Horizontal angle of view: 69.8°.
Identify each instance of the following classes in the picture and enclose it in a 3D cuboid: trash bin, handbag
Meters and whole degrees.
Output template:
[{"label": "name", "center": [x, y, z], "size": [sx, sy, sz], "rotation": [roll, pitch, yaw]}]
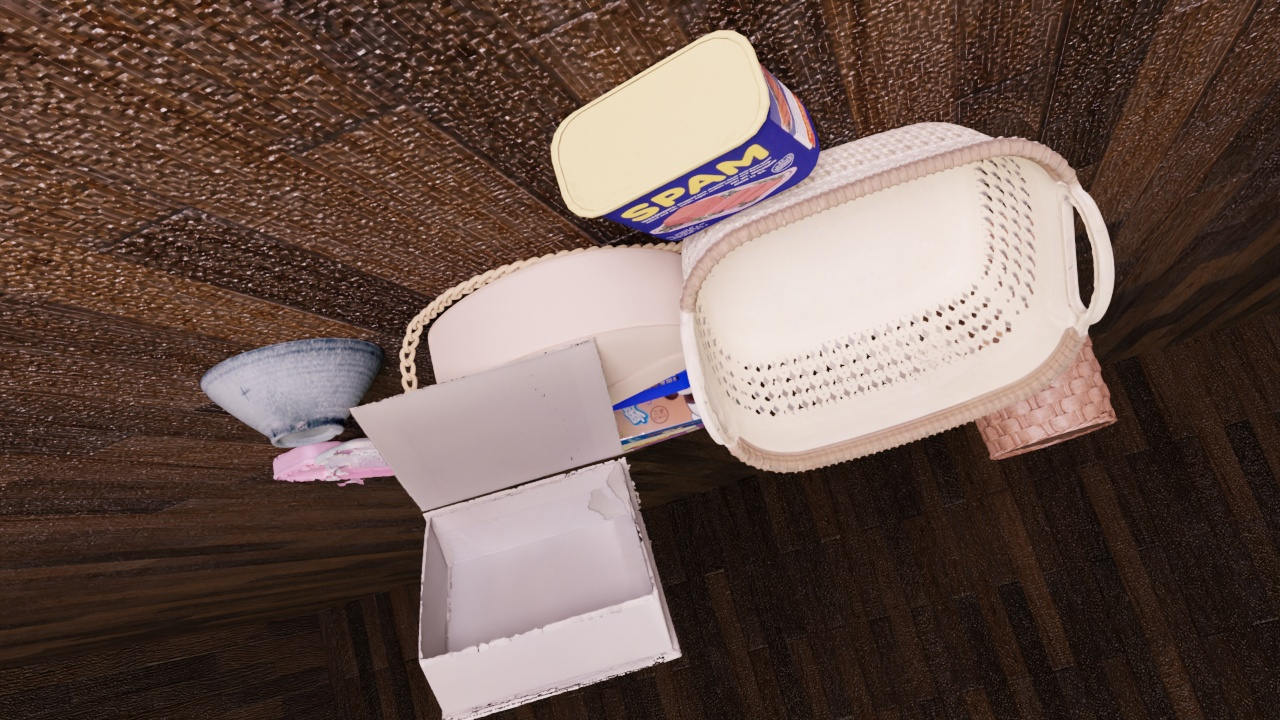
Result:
[{"label": "trash bin", "center": [0.363, -0.021, 0.897], "size": [0.151, 0.210, 0.151], "rotation": [-15, 166, -4]}, {"label": "handbag", "center": [-0.048, -0.007, 0.701], "size": [0.208, 0.103, 0.211], "rotation": [-1, 160, -46]}]

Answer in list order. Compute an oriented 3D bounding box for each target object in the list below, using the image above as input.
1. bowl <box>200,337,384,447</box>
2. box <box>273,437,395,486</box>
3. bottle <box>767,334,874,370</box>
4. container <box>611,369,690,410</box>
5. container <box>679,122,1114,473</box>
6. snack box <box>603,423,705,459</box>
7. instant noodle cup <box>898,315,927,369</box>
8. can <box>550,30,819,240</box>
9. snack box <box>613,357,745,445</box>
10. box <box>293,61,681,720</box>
[{"label": "bowl", "center": [-0.264, 0.033, 0.715], "size": [0.137, 0.057, 0.137], "rotation": [-15, 167, -4]}, {"label": "box", "center": [-0.279, 0.100, 1.007], "size": [0.153, 0.038, 0.201], "rotation": [-25, 164, 33]}, {"label": "bottle", "center": [0.198, -0.039, 0.931], "size": [0.083, 0.046, 0.174], "rotation": [-7, 162, -28]}, {"label": "container", "center": [-0.005, 0.005, 0.898], "size": [0.114, 0.058, 0.096], "rotation": [-17, 167, 3]}, {"label": "container", "center": [0.142, -0.047, 0.581], "size": [0.246, 0.185, 0.142], "rotation": [-18, -149, 4]}, {"label": "snack box", "center": [-0.001, 0.076, 1.108], "size": [0.143, 0.040, 0.148], "rotation": [-18, 167, 8]}, {"label": "instant noodle cup", "center": [0.360, -0.036, 1.060], "size": [0.123, 0.123, 0.122], "rotation": [-15, 176, -5]}, {"label": "can", "center": [0.028, -0.110, 0.481], "size": [0.116, 0.056, 0.092], "rotation": [-23, 166, 26]}, {"label": "snack box", "center": [0.034, 0.029, 0.978], "size": [0.151, 0.087, 0.034], "rotation": [-15, 166, -3]}, {"label": "box", "center": [-0.110, 0.011, 0.642], "size": [0.167, 0.422, 0.173], "rotation": [-16, -175, -3]}]
